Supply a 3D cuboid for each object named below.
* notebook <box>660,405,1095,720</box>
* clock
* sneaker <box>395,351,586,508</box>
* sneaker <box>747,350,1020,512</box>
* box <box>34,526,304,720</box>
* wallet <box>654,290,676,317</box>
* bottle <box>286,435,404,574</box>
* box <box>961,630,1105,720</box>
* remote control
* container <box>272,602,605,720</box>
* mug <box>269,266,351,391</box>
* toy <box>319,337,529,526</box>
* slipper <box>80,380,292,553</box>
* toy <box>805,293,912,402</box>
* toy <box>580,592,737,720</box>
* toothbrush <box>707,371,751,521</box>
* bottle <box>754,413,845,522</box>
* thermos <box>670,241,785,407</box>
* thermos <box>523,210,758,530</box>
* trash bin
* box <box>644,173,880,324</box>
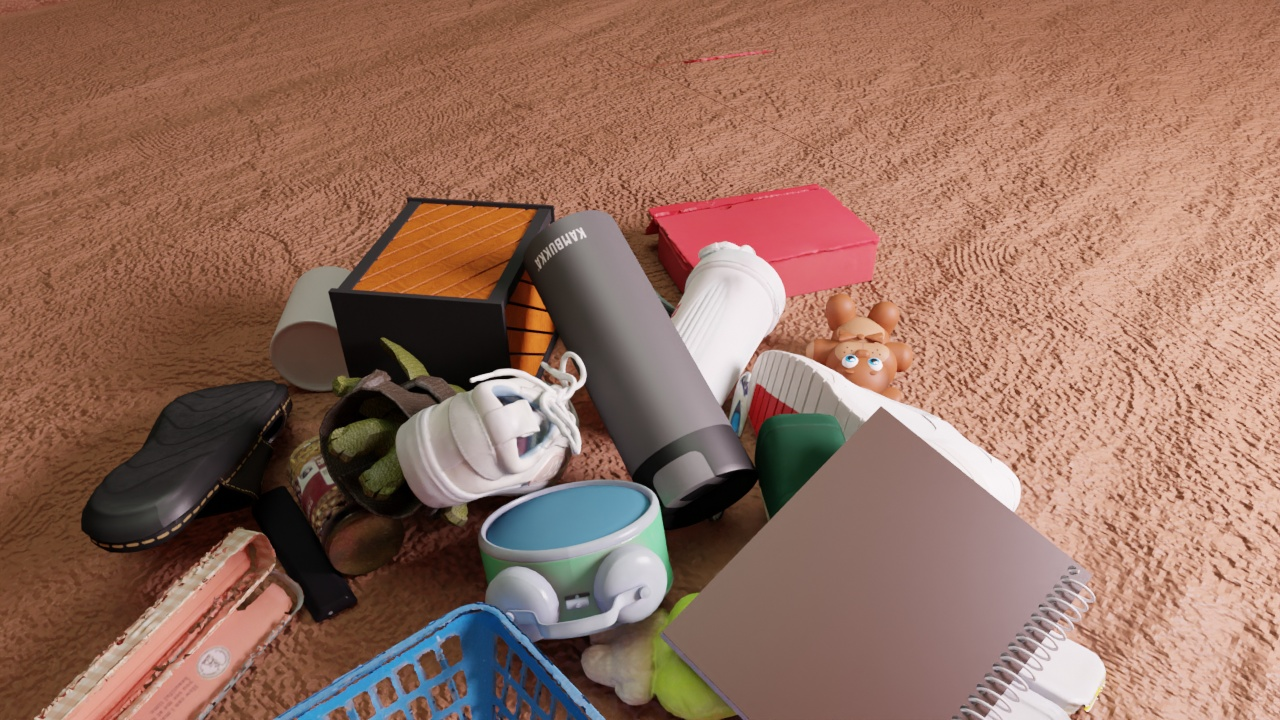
[{"bbox_3d":[0.146,0.150,0.548,0.171,0.022,0.208,41,68,19],"label":"notebook"},{"bbox_3d":[-0.041,0.136,0.589,0.122,0.075,0.161,-10,12,-2],"label":"clock"},{"bbox_3d":[-0.073,0.046,0.648,0.091,0.089,0.242,-25,-4,13],"label":"sneaker"},{"bbox_3d":[0.188,0.063,0.719,0.104,0.090,0.237,0,21,-36],"label":"sneaker"},{"bbox_3d":[-0.285,0.188,0.559,0.042,0.083,0.186,3,36,26],"label":"box"},{"bbox_3d":[-0.027,-0.068,0.900,0.132,0.054,0.100,31,6,38],"label":"wallet"},{"bbox_3d":[-0.221,0.105,0.683,0.056,0.056,0.105,-21,40,-26],"label":"bottle"},{"bbox_3d":[0.180,0.180,0.595,0.210,0.036,0.129,25,40,33],"label":"box"},{"bbox_3d":[-0.249,0.138,0.672,0.032,0.015,0.136,-24,41,-29],"label":"remote control"},{"bbox_3d":[-0.069,0.295,0.383,0.256,0.089,0.362,-27,43,-31],"label":"container"},{"bbox_3d":[-0.280,-0.025,0.862,0.112,0.079,0.096,20,31,-19],"label":"mug"},{"bbox_3d":[-0.163,0.059,0.667,0.179,0.078,0.152,47,14,7],"label":"toy"},{"bbox_3d":[-0.336,0.081,0.705,0.113,0.076,0.267,-8,20,-4],"label":"slipper"},{"bbox_3d":[0.194,0.000,0.814,0.095,0.065,0.127,4,41,11],"label":"toy"},{"bbox_3d":[0.021,0.183,0.577,0.115,0.046,0.091,-1,35,13],"label":"toy"},{"bbox_3d":[0.076,0.064,0.765,0.016,0.017,0.188,7,37,12],"label":"toothbrush"},{"bbox_3d":[0.119,0.100,0.628,0.061,0.061,0.131,-1,38,-4],"label":"bottle"},{"bbox_3d":[0.062,-0.021,0.821,0.099,0.099,0.219,13,42,19],"label":"thermos"},{"bbox_3d":[-0.004,0.004,0.693,0.082,0.082,0.240,-18,65,-22],"label":"thermos"},{"bbox_3d":[-0.160,-0.040,0.813,0.140,0.140,0.171,5,36,8],"label":"trash bin"},{"bbox_3d":[0.133,-0.123,0.998,0.214,0.164,0.153,-10,-7,-14],"label":"box"}]
